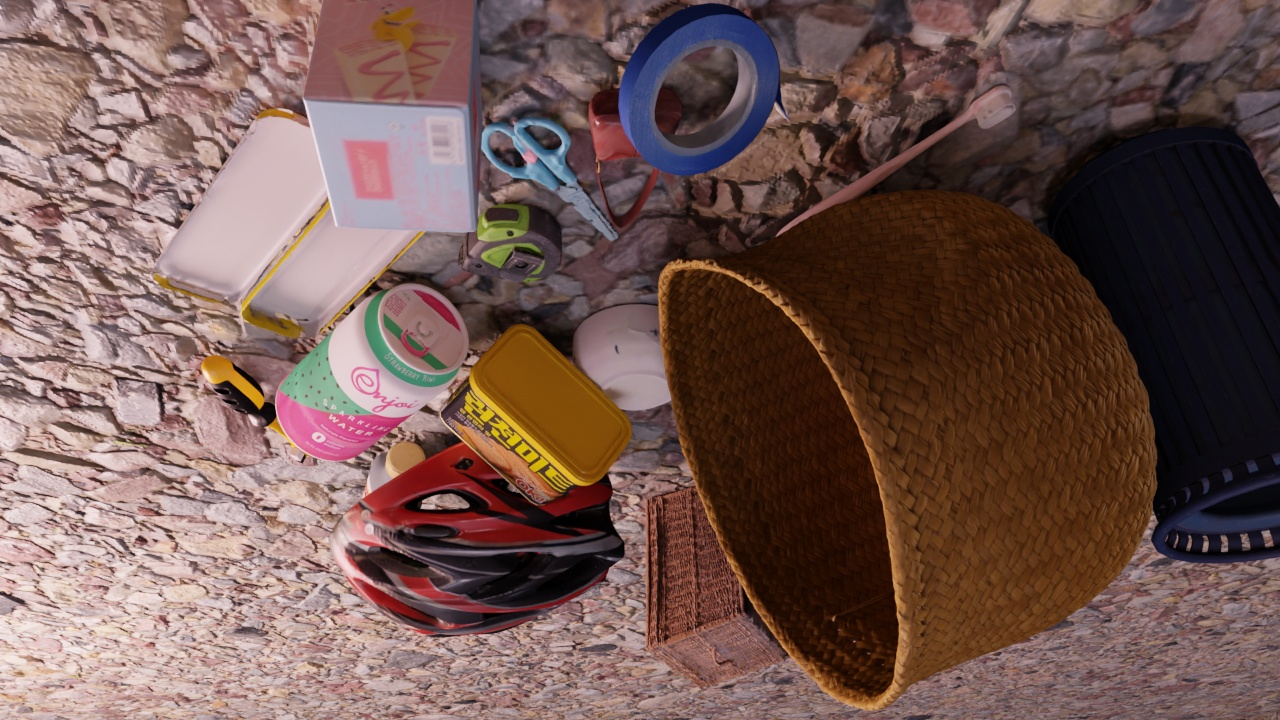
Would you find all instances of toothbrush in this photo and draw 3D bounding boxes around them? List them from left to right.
[{"bbox_3d":[-0.336,0.047,0.817,0.031,0.030,0.197,14,154,12],"label":"toothbrush"},{"bbox_3d":[0.160,-0.121,0.604,0.015,0.018,0.182,25,139,-37],"label":"toothbrush"}]

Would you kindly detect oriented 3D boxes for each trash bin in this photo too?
[{"bbox_3d":[0.350,-0.018,0.566,0.139,0.249,0.139,-2,148,-2],"label":"trash bin"}]

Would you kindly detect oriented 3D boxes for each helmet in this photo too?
[{"bbox_3d":[-0.146,0.165,0.856,0.271,0.167,0.218,-6,145,-31],"label":"helmet"}]

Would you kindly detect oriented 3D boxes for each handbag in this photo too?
[{"bbox_3d":[-0.008,-0.123,0.583,0.055,0.029,0.120,-5,154,-8],"label":"handbag"}]

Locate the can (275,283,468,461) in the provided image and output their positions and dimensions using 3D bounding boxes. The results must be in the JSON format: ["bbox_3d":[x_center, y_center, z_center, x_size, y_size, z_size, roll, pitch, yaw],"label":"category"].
[{"bbox_3d":[-0.210,0.012,0.713,0.088,0.088,0.166,24,139,-36],"label":"can"}]

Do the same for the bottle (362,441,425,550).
[{"bbox_3d":[-0.245,0.131,0.914,0.046,0.072,0.162,-7,152,-28],"label":"bottle"}]

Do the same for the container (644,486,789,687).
[{"bbox_3d":[0.080,0.236,0.995,0.113,0.198,0.114,-23,131,22],"label":"container"}]

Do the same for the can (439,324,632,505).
[{"bbox_3d":[-0.089,0.049,0.748,0.131,0.072,0.101,44,145,-7],"label":"can"}]

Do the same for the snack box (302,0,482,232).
[{"bbox_3d":[-0.126,-0.134,0.486,0.079,0.094,0.093,1,148,-6],"label":"snack box"}]

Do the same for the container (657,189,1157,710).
[{"bbox_3d":[0.160,0.048,0.592,0.196,0.306,0.308,-18,150,-14],"label":"container"}]

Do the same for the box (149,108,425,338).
[{"bbox_3d":[-0.239,-0.083,0.627,0.127,0.023,0.210,27,138,-33],"label":"box"}]

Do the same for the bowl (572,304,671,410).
[{"bbox_3d":[-0.004,0.004,0.754,0.105,0.054,0.105,-1,147,-1],"label":"bowl"}]

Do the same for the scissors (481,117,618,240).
[{"bbox_3d":[-0.049,-0.116,0.603,0.057,0.015,0.136,-17,151,23],"label":"scissors"}]

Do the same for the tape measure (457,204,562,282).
[{"bbox_3d":[-0.086,-0.077,0.632,0.065,0.035,0.059,12,144,-22],"label":"tape measure"}]

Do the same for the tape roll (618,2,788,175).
[{"bbox_3d":[0.033,-0.150,0.513,0.093,0.016,0.091,-30,136,0],"label":"tape roll"}]
